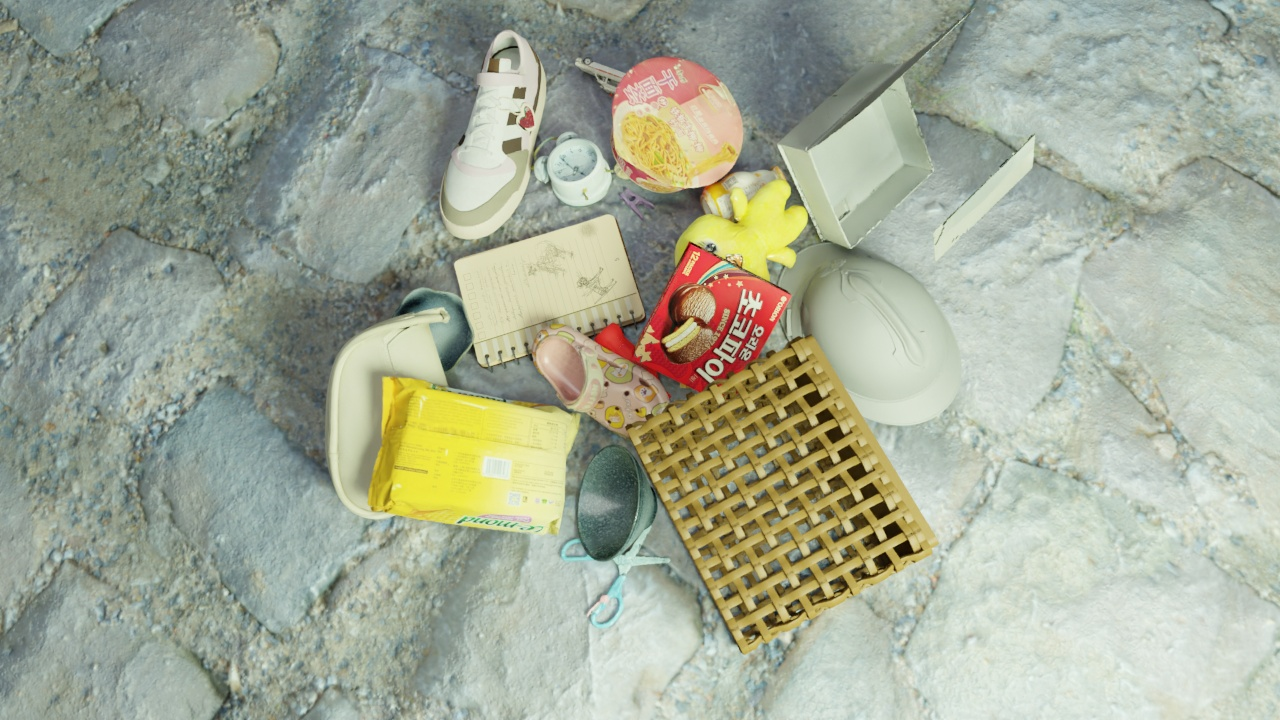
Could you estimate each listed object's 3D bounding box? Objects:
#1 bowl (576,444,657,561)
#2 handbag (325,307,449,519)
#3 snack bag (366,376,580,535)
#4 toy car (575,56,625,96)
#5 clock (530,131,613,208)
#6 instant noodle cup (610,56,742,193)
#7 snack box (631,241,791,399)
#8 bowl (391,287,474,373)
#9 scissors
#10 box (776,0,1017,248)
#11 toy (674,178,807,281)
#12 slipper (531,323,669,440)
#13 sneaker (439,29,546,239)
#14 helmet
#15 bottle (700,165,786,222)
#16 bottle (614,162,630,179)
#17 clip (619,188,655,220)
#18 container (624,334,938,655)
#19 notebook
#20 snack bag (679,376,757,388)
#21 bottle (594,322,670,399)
[{"bbox_3d":[-0.017,0.171,1.085,0.057,0.137,0.137,13,71,-32],"label":"bowl"},{"bbox_3d":[-0.302,0.063,1.132,0.183,0.132,0.229,-16,97,-17],"label":"handbag"},{"bbox_3d":[-0.190,0.113,1.071,0.247,0.068,0.159,12,77,-24],"label":"snack bag"},{"bbox_3d":[-0.038,-0.388,1.276,0.113,0.039,0.039,22,98,12],"label":"toy car"},{"bbox_3d":[-0.094,-0.259,1.232,0.117,0.057,0.083,37,80,22],"label":"clock"},{"bbox_3d":[0.037,-0.295,1.194,0.178,0.078,0.178,4,78,-19],"label":"instant noodle cup"},{"bbox_3d":[0.083,-0.043,1.096,0.132,0.035,0.152,26,103,-6],"label":"snack box"},{"bbox_3d":[-0.260,-0.038,1.176,0.110,0.055,0.110,0,94,8],"label":"bowl"},{"bbox_3d":[-0.039,0.246,1.101,0.129,0.015,0.135,31,73,12],"label":"scissors"},{"bbox_3d":[0.282,-0.263,1.044,0.167,0.330,0.165,-43,89,-10],"label":"box"},{"bbox_3d":[0.122,-0.137,1.147,0.207,0.092,0.134,-42,106,0],"label":"toy"},{"bbox_3d":[-0.061,0.034,1.113,0.197,0.081,0.093,34,119,13],"label":"slipper"},{"bbox_3d":[-0.199,-0.309,1.225,0.112,0.116,0.293,15,75,10],"label":"sneaker"},{"bbox_3d":[0.278,-0.054,1.101,0.183,0.118,0.271,-35,71,-5],"label":"helmet"},{"bbox_3d":[0.135,-0.216,1.194,0.109,0.063,0.063,-25,73,-5],"label":"bottle"},{"bbox_3d":[-0.011,-0.301,1.243,0.044,0.044,0.109,4,75,7],"label":"bottle"},{"bbox_3d":[-0.005,-0.212,1.232,0.032,0.013,0.051,-42,71,-9],"label":"clip"},{"bbox_3d":[0.144,0.152,0.999,0.214,0.220,0.251,-27,73,-3],"label":"container"},{"bbox_3d":[-0.119,-0.089,1.201,0.225,0.024,0.167,-17,71,1],"label":"notebook"},{"bbox_3d":[0.099,0.021,1.147,0.099,0.020,0.026,-3,81,5],"label":"snack bag"},{"bbox_3d":[-0.007,0.007,1.147,0.036,0.036,0.119,-42,91,-7],"label":"bottle"}]
